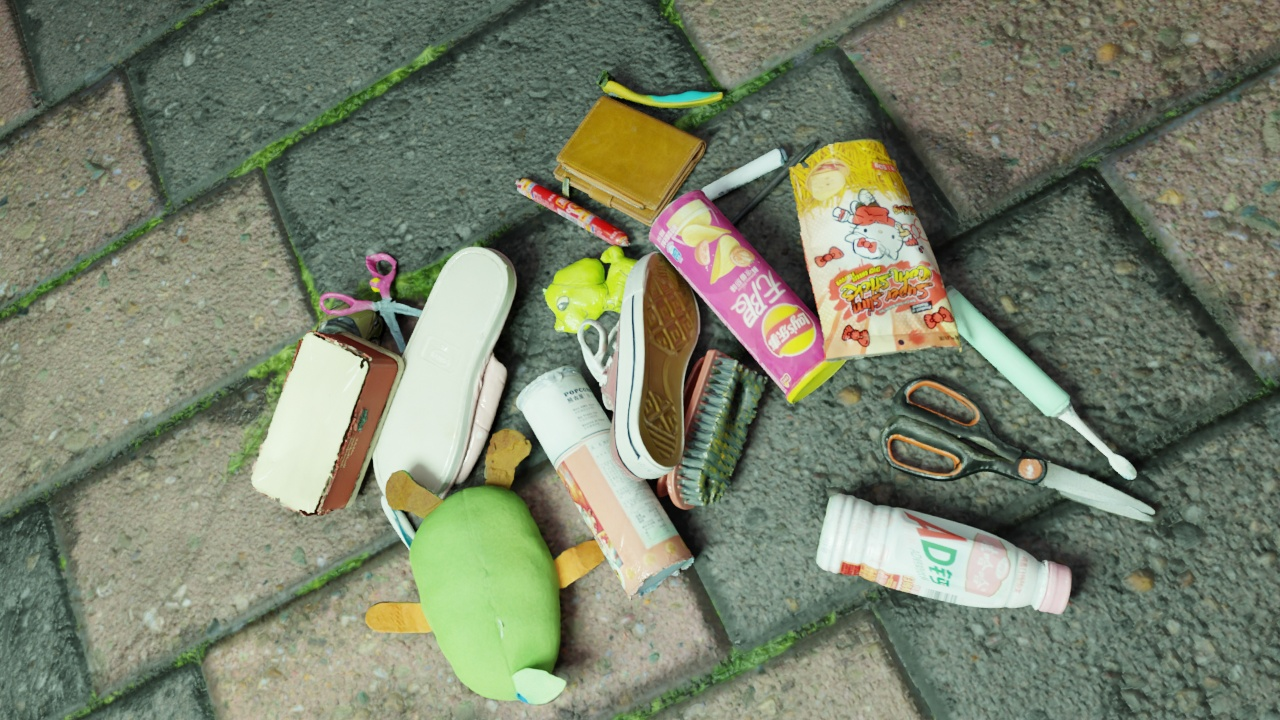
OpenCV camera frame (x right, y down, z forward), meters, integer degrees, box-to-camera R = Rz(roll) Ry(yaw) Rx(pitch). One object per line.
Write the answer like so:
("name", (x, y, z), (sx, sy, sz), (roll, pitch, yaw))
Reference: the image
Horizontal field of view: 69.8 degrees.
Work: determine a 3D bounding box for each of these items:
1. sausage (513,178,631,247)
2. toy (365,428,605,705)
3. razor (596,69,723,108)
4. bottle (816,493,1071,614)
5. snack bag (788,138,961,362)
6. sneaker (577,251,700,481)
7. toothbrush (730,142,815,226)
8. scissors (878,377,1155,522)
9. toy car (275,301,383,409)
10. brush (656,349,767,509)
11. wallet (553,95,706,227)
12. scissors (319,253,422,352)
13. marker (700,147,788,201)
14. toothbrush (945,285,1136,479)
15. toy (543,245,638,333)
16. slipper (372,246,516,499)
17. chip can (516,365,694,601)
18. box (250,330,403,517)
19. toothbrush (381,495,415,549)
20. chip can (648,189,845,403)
("sausage", (-0.073, -0.156, 0.958), (0.156, 0.020, 0.020), (31, 84, 20))
("toy", (-0.142, 0.197, 0.843), (0.227, 0.090, 0.246), (-17, 74, -4))
("razor", (0.021, -0.281, 0.964), (0.132, 0.043, 0.028), (11, 95, 11))
("bottle", (0.250, 0.164, 0.764), (0.197, 0.068, 0.068), (12, 78, 14))
("snack bag", (0.206, -0.096, 0.827), (0.128, 0.073, 0.207), (-4, 64, -9))
("sneaker", (-0.005, 0.005, 0.848), (0.088, 0.118, 0.240), (-23, 47, 36))
("toothbrush", (0.111, -0.151, 0.913), (0.018, 0.015, 0.181), (44, 90, 15))
("scissors", (0.327, 0.074, 0.791), (0.235, 0.021, 0.136), (1, 75, 15))
("toy car", (-0.329, 0.007, 0.970), (0.070, 0.042, 0.158), (19, 78, 18))
("brush", (0.059, 0.066, 0.846), (0.069, 0.063, 0.145), (11, 78, 48))
("wallet", (-0.017, -0.204, 0.949), (0.131, 0.035, 0.119), (31, 84, 21))
("scissors", (-0.280, -0.058, 0.970), (0.125, 0.017, 0.133), (-19, 62, -16))
("marker", (0.088, -0.177, 0.924), (0.131, 0.022, 0.018), (-27, 81, 4))
("toothbrush", (0.342, 0.018, 0.800), (0.026, 0.027, 0.224), (-42, 69, 4))
("toy", (-0.047, -0.072, 0.923), (0.100, 0.031, 0.096), (7, 77, 12))
("slipper", (-0.190, 0.019, 0.920), (0.114, 0.054, 0.274), (18, 90, 22))
("chip can", (-0.034, 0.110, 0.848), (0.071, 0.071, 0.214), (-34, 70, 3))
("box", (-0.309, 0.059, 0.886), (0.091, 0.079, 0.168), (23, 95, 15))
("toothbrush", (-0.204, 0.206, 0.893), (0.016, 0.018, 0.191), (-39, 71, 0))
("chip can", (0.098, -0.062, 0.851), (0.071, 0.071, 0.210), (-40, 74, 1))
